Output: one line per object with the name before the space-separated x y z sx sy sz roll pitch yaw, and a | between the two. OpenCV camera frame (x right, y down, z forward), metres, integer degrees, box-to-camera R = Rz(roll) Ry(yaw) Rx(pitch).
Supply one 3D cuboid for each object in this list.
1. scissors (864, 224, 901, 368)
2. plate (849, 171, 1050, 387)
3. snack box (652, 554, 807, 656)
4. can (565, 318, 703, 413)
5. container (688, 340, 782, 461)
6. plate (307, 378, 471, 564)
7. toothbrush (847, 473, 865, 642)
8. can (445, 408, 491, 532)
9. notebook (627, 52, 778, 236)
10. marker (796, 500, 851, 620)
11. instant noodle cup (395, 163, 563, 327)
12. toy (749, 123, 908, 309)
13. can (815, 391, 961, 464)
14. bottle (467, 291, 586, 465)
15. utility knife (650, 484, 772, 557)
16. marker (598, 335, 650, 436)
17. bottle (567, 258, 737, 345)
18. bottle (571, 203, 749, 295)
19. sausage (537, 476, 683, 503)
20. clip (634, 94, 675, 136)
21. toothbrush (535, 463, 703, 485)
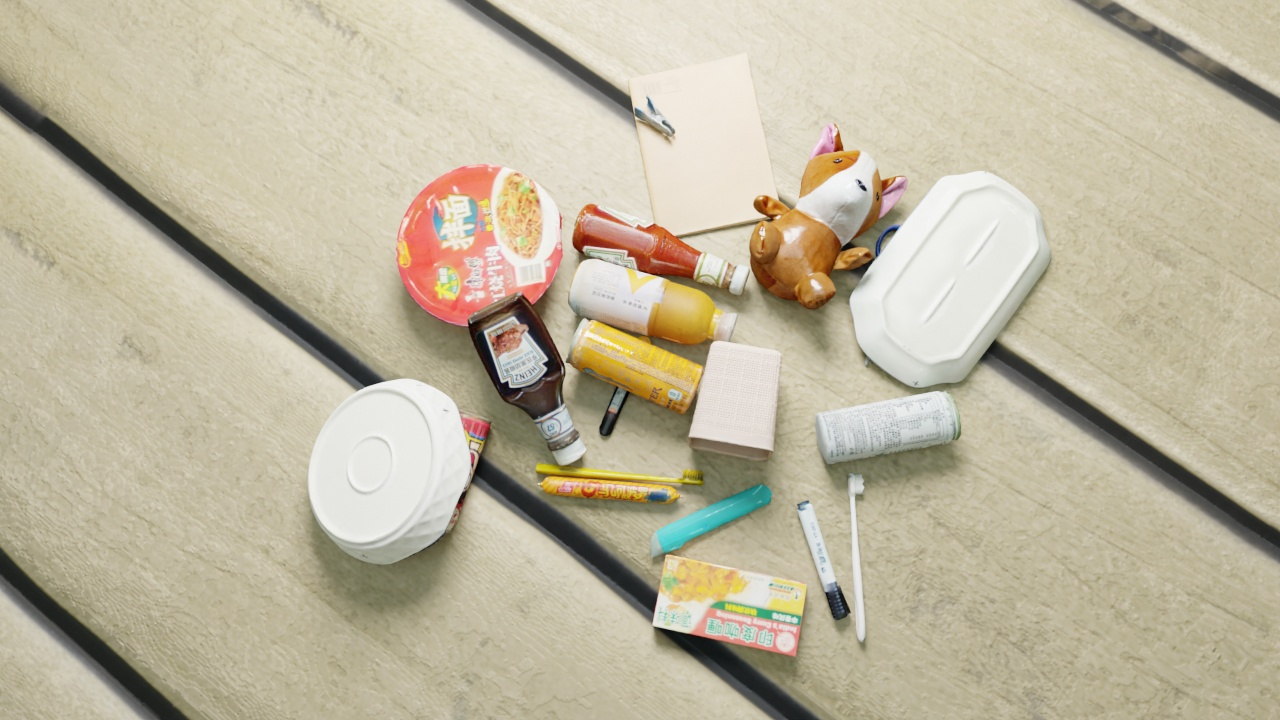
scissors | 0.301 -0.071 1.049 0.125 0.012 0.173 -9 81 2
plate | 0.353 -0.095 1.027 0.162 0.034 0.265 39 84 3
snack box | 0.096 0.264 0.992 0.156 0.027 0.077 10 81 6
can | -0.006 0.006 1.016 0.146 0.058 0.058 23 82 2
container | 0.106 0.044 1.004 0.090 0.090 0.110 10 76 6
plate | -0.283 0.116 1.005 0.205 0.045 0.204 -8 70 23
toothbrush | 0.238 0.213 0.998 0.016 0.016 0.180 0 79 -2
can | -0.214 0.122 1.028 0.053 0.053 0.132 17 81 7
notebook | 0.075 -0.258 1.101 0.149 0.012 0.211 -11 79 3
marker | 0.199 0.216 0.999 0.022 0.018 0.130 -15 79 -8
instant noodle cup | -0.181 -0.126 1.067 0.194 0.066 0.193 -1 79 5
toy | 0.204 -0.161 1.021 0.140 0.131 0.199 42 75 -6
can | 0.268 0.073 1.000 0.147 0.058 0.058 -11 79 2
bottle | -0.118 0.024 1.012 0.080 0.044 0.195 -26 102 2
utility knife | 0.077 0.177 1.018 0.151 0.013 0.029 -24 81 -3
marker | -0.018 0.029 1.052 0.018 0.015 0.123 23 84 7
bottle | 0.014 -0.061 1.038 0.189 0.068 0.068 17 81 7
bottle | 0.024 -0.123 1.056 0.206 0.060 0.059 20 81 7
sausage | -0.034 0.145 1.027 0.165 0.021 0.021 3 79 5
clip | 0.019 -0.287 1.095 0.058 0.027 0.045 42 79 8
toothbrush | -0.023 0.126 1.033 0.190 0.016 0.016 3 75 5
